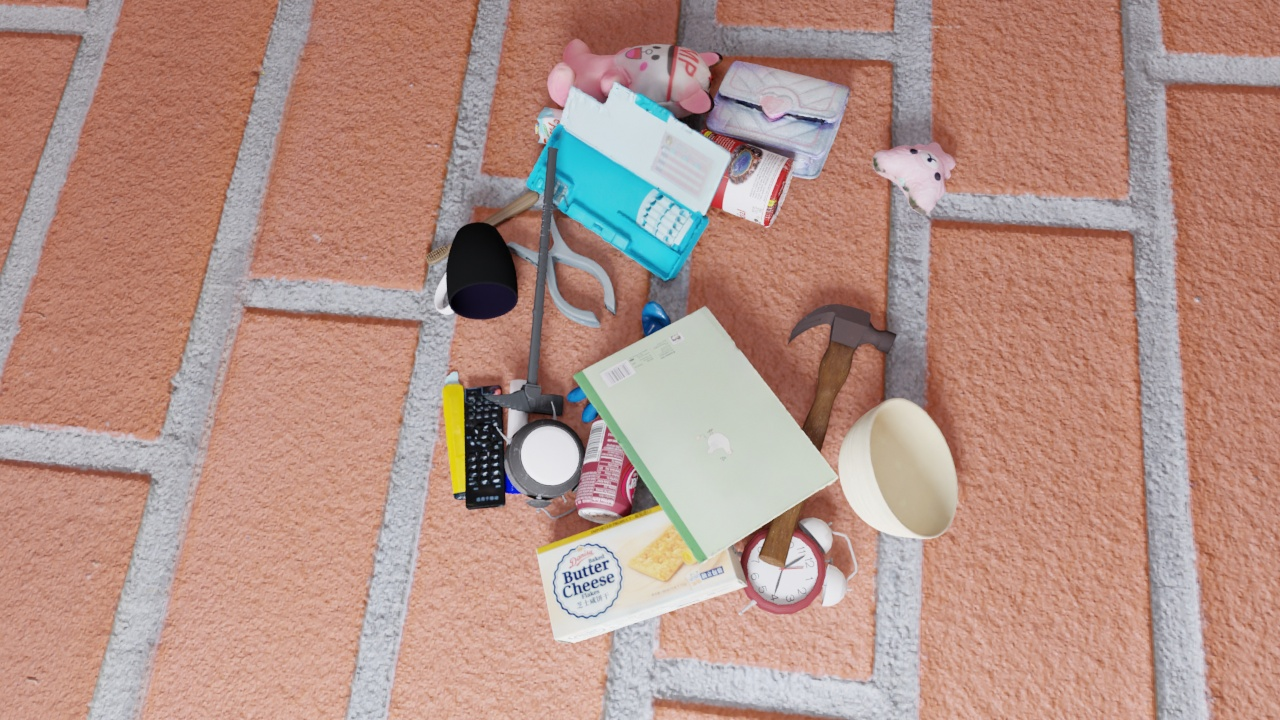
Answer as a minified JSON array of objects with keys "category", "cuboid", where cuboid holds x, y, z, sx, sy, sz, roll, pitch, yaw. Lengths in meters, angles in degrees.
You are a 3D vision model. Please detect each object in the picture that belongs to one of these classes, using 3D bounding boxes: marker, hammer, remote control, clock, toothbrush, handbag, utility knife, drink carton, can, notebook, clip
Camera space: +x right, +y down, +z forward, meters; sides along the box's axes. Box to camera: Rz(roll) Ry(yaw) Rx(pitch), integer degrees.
[{"category":"marker","cuboid":[-0.144,0.089,1.079,0.027,0.023,0.133,-18,65,45]},{"category":"hammer","cuboid":[-0.124,-0.100,1.091,0.095,0.015,0.324,10,79,-32]},{"category":"remote control","cuboid":[-0.182,0.102,1.076,0.047,0.022,0.150,-5,65,0]},{"category":"hammer","cuboid":[0.193,0.075,1.023,0.115,0.033,0.322,19,65,10]},{"category":"clock","cuboid":[-0.105,0.116,1.043,0.091,0.044,0.123,-25,83,-26]},{"category":"toothbrush","cuboid":[-0.201,-0.170,1.171,0.166,0.016,0.016,-32,74,-6]},{"category":"handbag","cuboid":[0.172,-0.312,1.156,0.159,0.069,0.126,19,74,13]},{"category":"utility knife","cuboid":[-0.216,0.088,1.091,0.030,0.017,0.162,-5,71,-15]},{"category":"drink carton","cuboid":[-0.071,-0.294,1.182,0.129,0.044,0.038,12,46,9]},{"category":"can","cuboid":[0.118,-0.223,1.120,0.116,0.087,0.086,22,76,12]},{"category":"can","cuboid":[-0.033,0.122,1.031,0.063,0.063,0.114,8,64,7]},{"category":"clock","cuboid":[0.165,0.225,0.997,0.137,0.048,0.096,-14,72,2]},{"category":"notebook","cuboid":[0.067,0.071,0.994,0.181,0.010,0.252,-28,66,-19]},{"category":"clip","cuboid":[-0.104,-0.099,1.134,0.107,0.028,0.163,-35,72,-8]}]

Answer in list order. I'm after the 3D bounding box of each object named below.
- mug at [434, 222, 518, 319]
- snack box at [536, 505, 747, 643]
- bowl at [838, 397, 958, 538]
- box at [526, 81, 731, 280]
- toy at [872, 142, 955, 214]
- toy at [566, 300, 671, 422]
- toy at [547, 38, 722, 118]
[{"category":"mug","cuboid":[-0.209,-0.107,1.126,0.119,0.085,0.100,-26,58,27]},{"category":"snack box","cuboid":[-0.001,0.221,0.984,0.208,0.057,0.104,-21,63,9]},{"category":"bowl","cuboid":[0.266,0.123,0.990,0.150,0.076,0.150,16,62,-34]},{"category":"box","cuboid":[-0.013,-0.230,1.114,0.227,0.056,0.186,36,118,13]},{"category":"toy","cuboid":[0.344,-0.234,1.124,0.095,0.053,0.099,-34,76,-19]},{"category":"toy","cuboid":[-0.006,0.006,1.073,0.176,0.071,0.112,-30,84,-5]},{"category":"toy","cuboid":[-0.006,-0.357,1.169,0.213,0.084,0.141,3,38,9]}]
